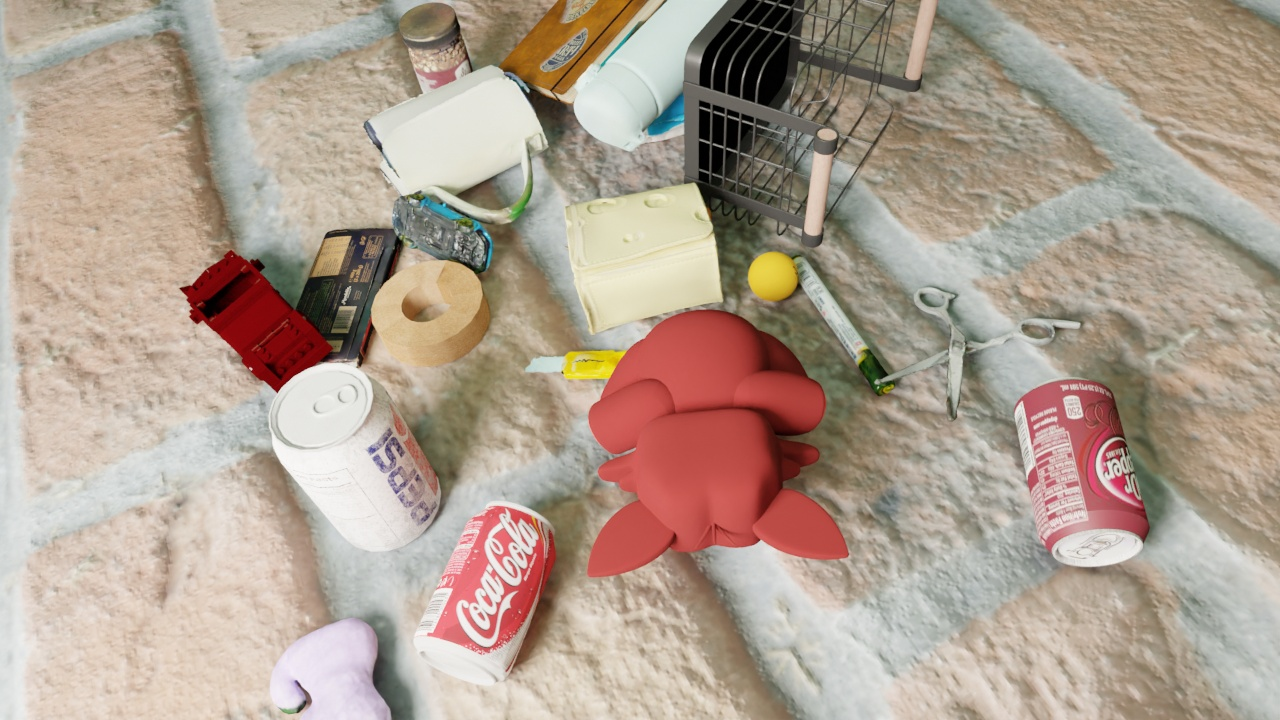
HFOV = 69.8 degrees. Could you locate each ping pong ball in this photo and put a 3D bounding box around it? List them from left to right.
[{"bbox_3d":[0.107,-0.068,0.740,0.040,0.040,0.040,-4,53,5],"label":"ping pong ball"}]

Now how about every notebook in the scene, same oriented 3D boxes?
[{"bbox_3d":[-0.033,-0.345,0.894,0.249,0.014,0.178,-49,40,-3],"label":"notebook"}]

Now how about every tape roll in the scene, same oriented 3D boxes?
[{"bbox_3d":[-0.175,-0.040,0.768,0.094,0.027,0.093,-4,53,5],"label":"tape roll"}]

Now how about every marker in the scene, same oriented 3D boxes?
[{"bbox_3d":[0.155,-0.031,0.721,0.017,0.017,0.146,-21,54,-8],"label":"marker"}]

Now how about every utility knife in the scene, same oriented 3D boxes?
[{"bbox_3d":[-0.004,0.004,0.721,0.175,0.017,0.030,-3,44,10],"label":"utility knife"}]

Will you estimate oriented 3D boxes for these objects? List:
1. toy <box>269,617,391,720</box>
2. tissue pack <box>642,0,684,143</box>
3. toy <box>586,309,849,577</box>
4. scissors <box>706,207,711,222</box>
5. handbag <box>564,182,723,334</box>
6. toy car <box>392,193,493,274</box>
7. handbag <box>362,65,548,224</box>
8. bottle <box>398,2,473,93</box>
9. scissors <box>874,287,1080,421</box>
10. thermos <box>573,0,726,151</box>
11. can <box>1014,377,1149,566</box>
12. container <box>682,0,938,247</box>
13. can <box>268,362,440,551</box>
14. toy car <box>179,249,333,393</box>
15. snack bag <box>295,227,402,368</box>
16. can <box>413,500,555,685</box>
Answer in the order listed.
[{"bbox_3d":[-0.197,0.215,0.579,0.080,0.036,0.099,-23,48,3],"label":"toy"},{"bbox_3d":[0.024,-0.293,0.906,0.117,0.066,0.209,-12,55,1],"label":"tissue pack"},{"bbox_3d":[0.045,0.058,0.609,0.158,0.121,0.196,-3,44,3],"label":"toy"},{"bbox_3d":[0.042,-0.159,0.836,0.073,0.013,0.131,15,58,16],"label":"scissors"},{"bbox_3d":[-0.002,-0.089,0.746,0.119,0.081,0.111,-13,50,1],"label":"handbag"},{"bbox_3d":[-0.172,-0.113,0.808,0.105,0.048,0.032,26,33,19],"label":"toy car"},{"bbox_3d":[-0.158,-0.193,0.850,0.151,0.074,0.176,-28,56,-13],"label":"handbag"},{"bbox_3d":[-0.196,-0.292,0.908,0.056,0.105,0.056,-4,54,5],"label":"bottle"},{"bbox_3d":[0.252,-0.010,0.686,0.171,0.014,0.141,-4,44,-1],"label":"scissors"},{"bbox_3d":[0.025,-0.275,0.816,0.078,0.065,0.206,45,73,-14],"label":"thermos"},{"bbox_3d":[0.285,0.071,0.598,0.063,0.063,0.114,0,54,8],"label":"can"},{"bbox_3d":[0.143,-0.229,0.771,0.130,0.163,0.240,24,58,20],"label":"container"},{"bbox_3d":[-0.190,0.068,0.622,0.078,0.136,0.078,-4,53,5],"label":"can"},{"bbox_3d":[-0.327,-0.042,0.756,0.070,0.062,0.170,-45,52,-15],"label":"toy car"},{"bbox_3d":[-0.260,-0.057,0.798,0.075,0.018,0.154,0,53,9],"label":"snack bag"},{"bbox_3d":[-0.097,0.149,0.594,0.064,0.064,0.104,11,56,16],"label":"can"}]
